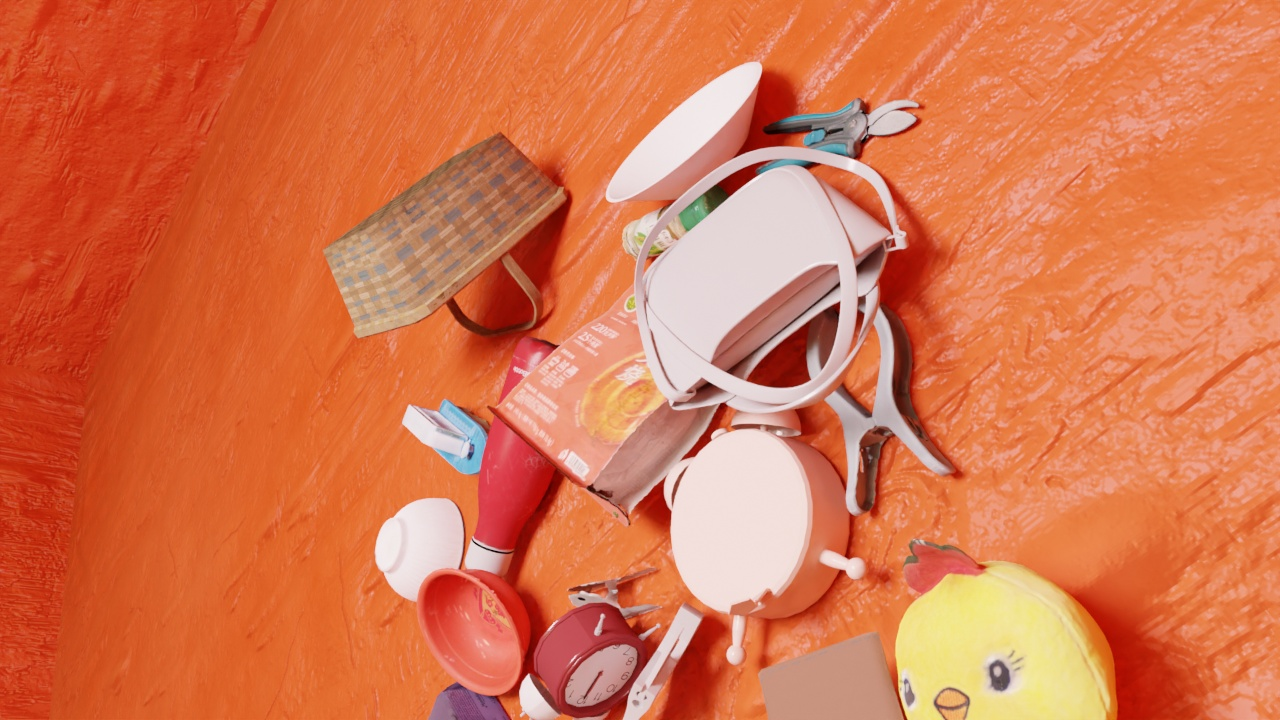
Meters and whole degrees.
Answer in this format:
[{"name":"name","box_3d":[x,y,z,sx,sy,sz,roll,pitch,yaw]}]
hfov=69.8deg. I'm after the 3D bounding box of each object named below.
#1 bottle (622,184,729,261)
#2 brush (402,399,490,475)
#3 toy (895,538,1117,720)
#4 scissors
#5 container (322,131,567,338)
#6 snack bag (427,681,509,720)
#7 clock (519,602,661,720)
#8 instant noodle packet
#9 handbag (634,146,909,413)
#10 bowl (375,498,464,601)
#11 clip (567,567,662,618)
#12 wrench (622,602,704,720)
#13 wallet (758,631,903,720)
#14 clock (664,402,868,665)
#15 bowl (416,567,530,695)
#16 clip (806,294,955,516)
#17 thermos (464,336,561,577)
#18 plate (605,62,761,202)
[{"name":"bottle","box_3d":[0.031,-0.123,0.828,0.111,0.043,0.043,-17,63,46]},{"name":"brush","box_3d":[-0.199,0.086,0.992,0.136,0.075,0.055,26,96,52]},{"name":"toy","box_3d":[0.198,0.190,0.469,0.134,0.092,0.207,132,133,-60]},{"name":"scissors","box_3d":[0.148,-0.176,0.730,0.150,0.019,0.131,-50,45,23]},{"name":"container","box_3d":[-0.191,-0.106,0.995,0.158,0.186,0.249,-9,31,48]},{"name":"snack bag","box_3d":[-0.142,0.381,0.819,0.205,0.058,0.096,32,99,52]},{"name":"clock","box_3d":[-0.044,0.249,0.734,0.124,0.087,0.044,-59,41,9]},{"name":"instant noodle packet","box_3d":[-0.005,0.005,0.783,0.220,0.084,0.164,-51,39,-6]},{"name":"handbag","box_3d":[0.094,-0.051,0.642,0.216,0.095,0.222,-39,32,12]},{"name":"bowl","box_3d":[-0.253,0.207,1.018,0.118,0.062,0.118,-23,59,43]},{"name":"clip","box_3d":[-0.030,0.202,0.772,0.102,0.053,0.057,-30,90,40]},{"name":"wrench","box_3d":[-0.019,0.300,0.711,0.018,0.086,0.274,30,112,13]},{"name":"wallet","box_3d":[0.113,0.223,0.513,0.088,0.013,0.120,-33,51,32]},{"name":"clock","box_3d":[0.075,0.113,0.656,0.131,0.086,0.160,-45,39,29]},{"name":"bowl","box_3d":[-0.149,0.246,0.865,0.131,0.045,0.131,13,114,31]},{"name":"clip","box_3d":[0.167,0.014,0.623,0.107,0.027,0.163,-33,52,39]},{"name":"thermos","box_3d":[-0.118,0.099,0.893,0.073,0.073,0.240,23,96,52]},{"name":"plate","box_3d":[0.047,-0.188,0.808,0.174,0.036,0.173,-37,23,18]}]
